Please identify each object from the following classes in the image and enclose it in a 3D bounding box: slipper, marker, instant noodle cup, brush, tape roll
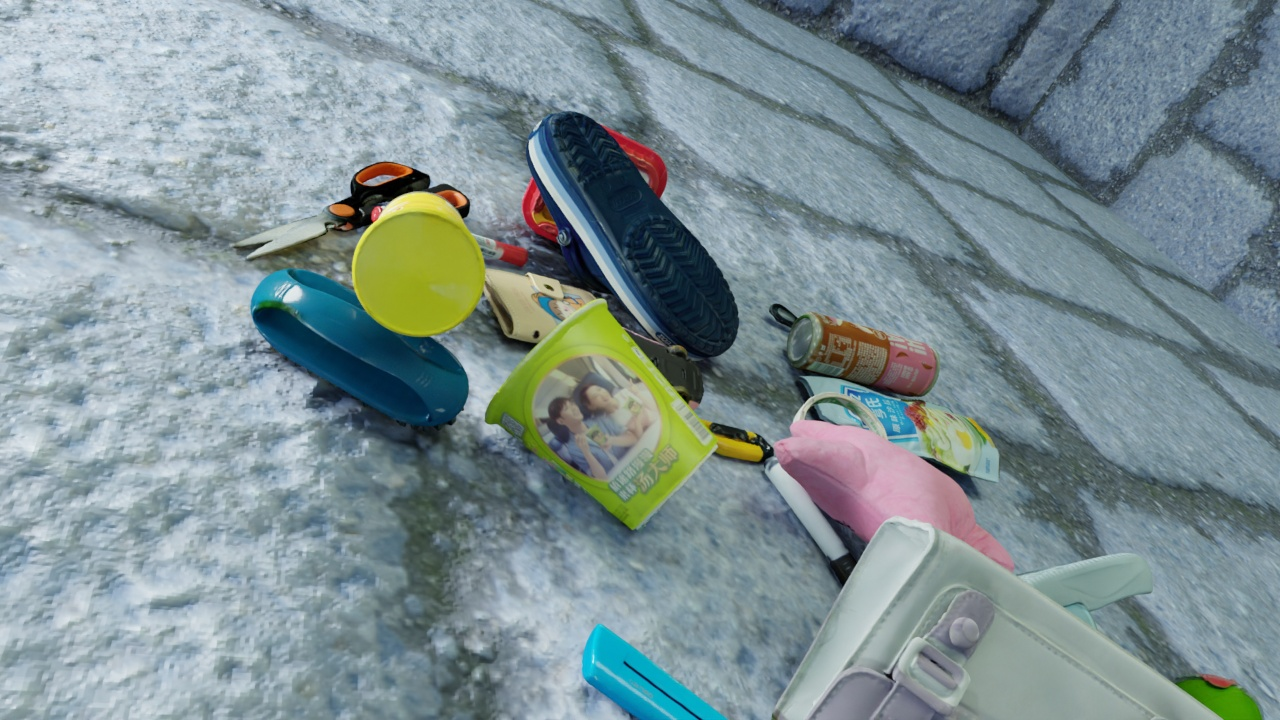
[{"bbox_3d":[-0.019,-0.095,0.797,0.253,0.095,0.104,53,46,-8],"label":"slipper"},{"bbox_3d":[0.130,0.123,0.686,0.022,0.018,0.130,-6,45,-34],"label":"marker"},{"bbox_3d":[-0.046,-0.171,0.891,0.116,0.117,0.124,23,18,-13],"label":"instant noodle cup"},{"bbox_3d":[0.274,0.186,0.642,0.245,0.104,0.074,-3,72,-33],"label":"slipper"},{"bbox_3d":[-0.151,-0.100,0.746,0.145,0.017,0.017,12,33,-46],"label":"marker"},{"bbox_3d":[-0.019,0.042,0.594,0.123,0.112,0.111,44,31,6],"label":"instant noodle cup"},{"bbox_3d":[-0.169,-0.009,0.550,0.144,0.074,0.055,31,72,1],"label":"brush"},{"bbox_3d":[0.170,0.067,0.779,0.085,0.014,0.085,10,56,-15],"label":"tape roll"}]

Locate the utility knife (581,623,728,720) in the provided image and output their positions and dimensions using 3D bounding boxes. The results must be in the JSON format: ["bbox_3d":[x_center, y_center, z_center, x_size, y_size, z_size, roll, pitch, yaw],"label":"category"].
[{"bbox_3d":[0.063,0.216,0.484,0.225,0.018,0.034,35,29,4],"label":"utility knife"}]

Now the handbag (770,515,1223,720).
[{"bbox_3d":[0.192,0.197,0.500,0.197,0.145,0.098,33,-3,0],"label":"handbag"}]

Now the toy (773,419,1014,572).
[{"bbox_3d":[0.180,0.102,0.675,0.194,0.075,0.178,27,14,-10],"label":"toy"}]

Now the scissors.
[{"bbox_3d":[-0.239,-0.120,0.727,0.234,0.022,0.152,-12,43,-42],"label":"scissors"}]

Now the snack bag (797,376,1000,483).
[{"bbox_3d":[0.244,0.063,0.865,0.191,0.039,0.110,14,39,-21],"label":"snack bag"}]

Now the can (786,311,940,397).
[{"bbox_3d":[0.221,-0.005,0.911,0.147,0.058,0.057,14,33,-19],"label":"can"}]

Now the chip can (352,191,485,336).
[{"bbox_3d":[-0.143,-0.071,0.598,0.072,0.072,0.213,21,8,-17],"label":"chip can"}]

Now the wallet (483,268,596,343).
[{"bbox_3d":[-0.071,-0.039,0.745,0.115,0.024,0.087,8,38,-39],"label":"wallet"}]

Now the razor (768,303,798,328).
[{"bbox_3d":[0.195,-0.019,0.960,0.142,0.022,0.042,29,65,-4],"label":"razor"}]

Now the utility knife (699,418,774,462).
[{"bbox_3d":[0.039,0.054,0.710,0.156,0.015,0.033,16,30,-25],"label":"utility knife"}]

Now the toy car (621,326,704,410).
[{"bbox_3d":[-0.004,0.004,0.719,0.122,0.037,0.056,24,38,-21],"label":"toy car"}]

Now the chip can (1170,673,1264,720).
[{"bbox_3d":[0.377,0.301,0.584,0.072,0.072,0.235,35,30,8],"label":"chip can"}]
